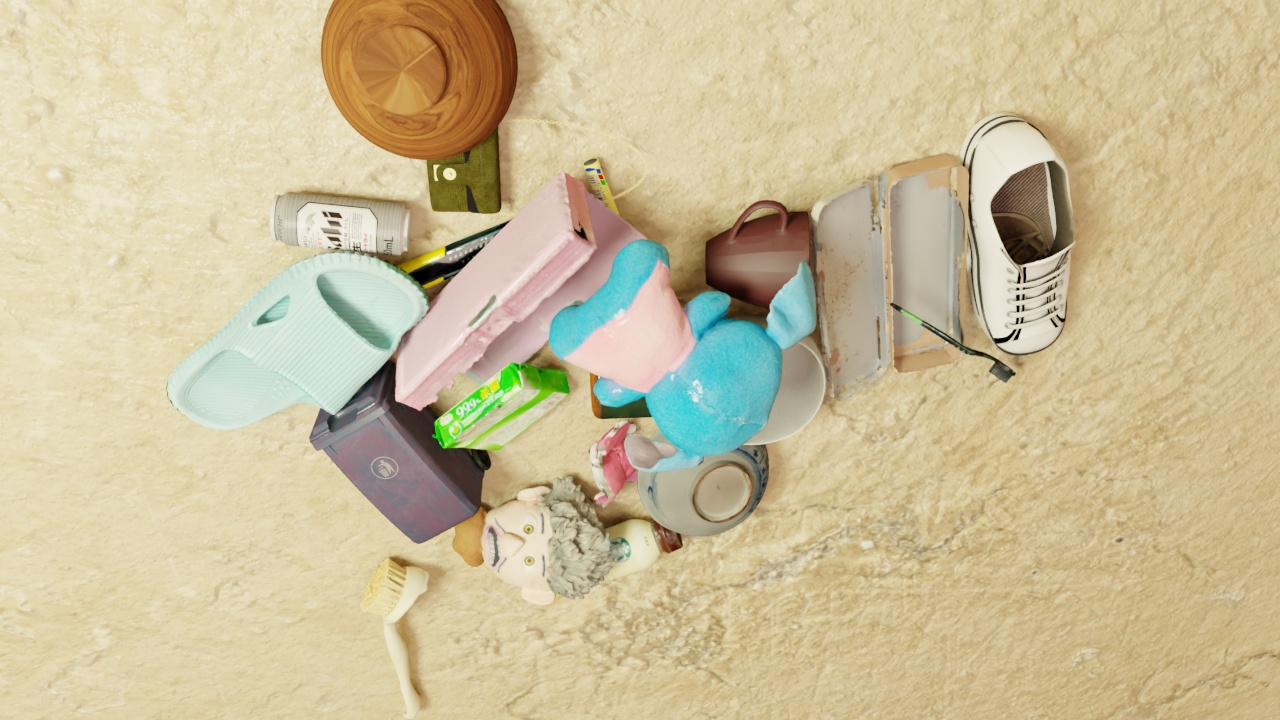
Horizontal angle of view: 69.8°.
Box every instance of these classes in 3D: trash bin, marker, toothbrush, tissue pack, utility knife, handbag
[{"bbox_3d":[-0.227,0.086,0.872,0.094,0.092,0.161,-29,119,11],"label":"trash bin"},{"bbox_3d":[-0.021,-0.116,0.809,0.014,0.014,0.132,-19,124,4],"label":"marker"},{"bbox_3d":[0.301,-0.016,0.880,0.188,0.014,0.017,24,106,-30],"label":"toothbrush"},{"bbox_3d":[-0.129,0.045,0.861,0.114,0.034,0.099,-36,162,16],"label":"tissue pack"},{"bbox_3d":[-0.139,-0.099,0.801,0.198,0.020,0.029,-23,126,6],"label":"utility knife"},{"bbox_3d":[-0.085,-0.157,0.756,0.178,0.027,0.084,0,124,-4],"label":"handbag"}]

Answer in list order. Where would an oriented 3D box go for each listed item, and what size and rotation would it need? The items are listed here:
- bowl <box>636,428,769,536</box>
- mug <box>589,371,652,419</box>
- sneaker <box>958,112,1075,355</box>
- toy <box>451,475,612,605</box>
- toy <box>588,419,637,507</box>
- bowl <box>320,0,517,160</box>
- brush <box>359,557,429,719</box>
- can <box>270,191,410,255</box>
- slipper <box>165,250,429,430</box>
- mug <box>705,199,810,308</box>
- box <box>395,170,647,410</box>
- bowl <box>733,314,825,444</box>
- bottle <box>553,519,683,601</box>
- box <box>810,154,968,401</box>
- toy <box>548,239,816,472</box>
[{"bbox_3d":[0.074,0.123,0.936,0.150,0.057,0.151,-6,111,-16],"label":"bowl"},{"bbox_3d":[-0.005,0.005,0.844,0.081,0.084,0.111,-2,145,-5],"label":"mug"},{"bbox_3d":[0.355,-0.096,0.828,0.091,0.097,0.246,-17,124,3],"label":"sneaker"},{"bbox_3d":[-0.116,0.186,0.953,0.176,0.132,0.076,-2,170,12],"label":"toy"},{"bbox_3d":[-0.029,0.098,0.937,0.065,0.050,0.102,-33,138,-28],"label":"toy"},{"bbox_3d":[-0.167,-0.215,0.670,0.147,0.068,0.147,0,114,0],"label":"bowl"},{"bbox_3d":[-0.275,0.328,1.053,0.077,0.061,0.273,10,127,4],"label":"brush"},{"bbox_3d":[-0.247,-0.113,0.759,0.106,0.044,0.044,4,123,-11],"label":"can"},{"bbox_3d":[-0.307,-0.002,0.795,0.277,0.069,0.116,-30,126,20],"label":"slipper"},{"bbox_3d":[0.101,-0.095,0.799,0.088,0.087,0.114,0,141,7],"label":"mug"},{"bbox_3d":[-0.099,-0.039,0.792,0.115,0.098,0.233,31,121,-34],"label":"box"},{"bbox_3d":[0.107,0.012,0.881,0.132,0.064,0.132,-1,125,-2],"label":"bowl"},{"bbox_3d":[-0.035,0.212,1.003,0.162,0.056,0.056,-21,124,5],"label":"bottle"},{"bbox_3d":[0.232,-0.072,0.853,0.157,0.063,0.217,-25,127,-16],"label":"box"},{"bbox_3d":[0.037,-0.012,0.753,0.191,0.098,0.224,38,110,-15],"label":"toy"}]
